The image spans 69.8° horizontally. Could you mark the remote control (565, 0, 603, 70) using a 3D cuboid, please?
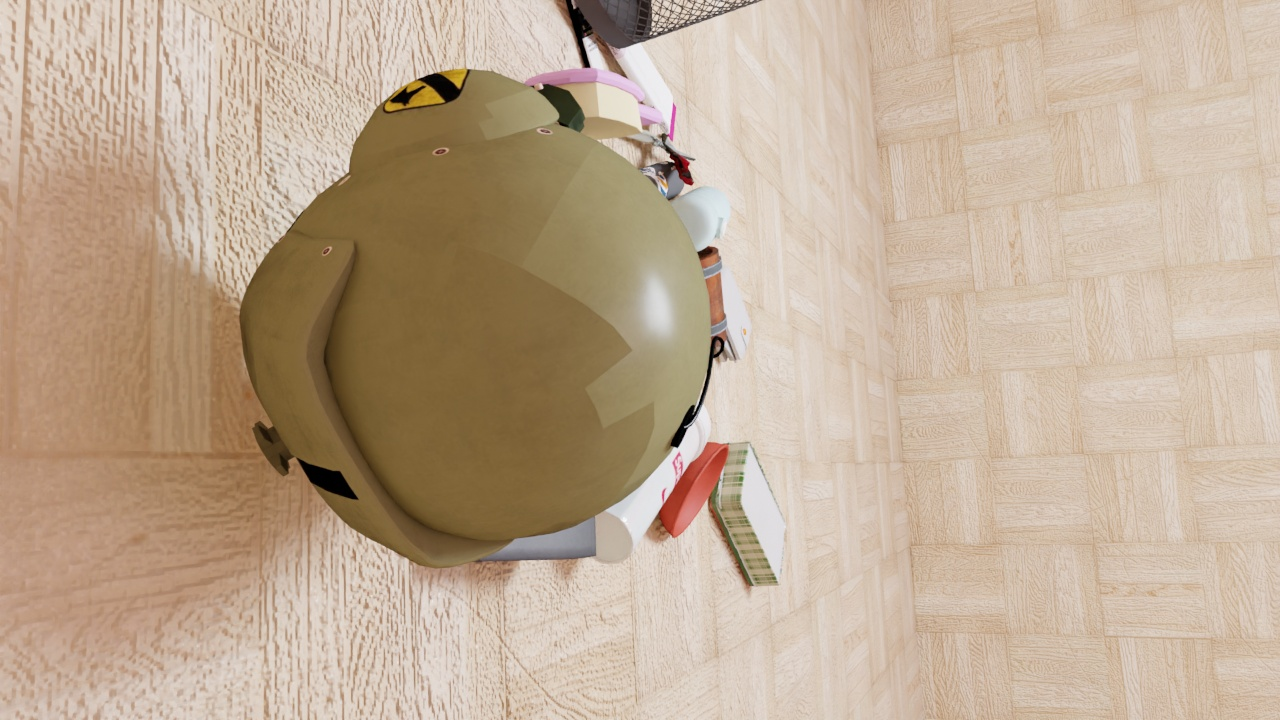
[{"bbox_3d":[-0.063,-0.357,0.962,0.028,0.012,0.124,-57,136,-55],"label":"remote control"}]

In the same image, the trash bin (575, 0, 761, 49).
[{"bbox_3d":[0.048,-0.453,0.938,0.217,0.228,0.217,41,41,-51],"label":"trash bin"}]

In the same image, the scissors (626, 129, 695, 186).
[{"bbox_3d":[0.022,-0.247,1.066,0.179,0.015,0.198,21,24,-33],"label":"scissors"}]

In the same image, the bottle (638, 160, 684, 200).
[{"bbox_3d":[0.017,-0.204,1.065,0.112,0.047,0.047,-42,123,-63],"label":"bottle"}]

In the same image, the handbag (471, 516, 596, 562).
[{"bbox_3d":[-0.116,0.064,0.685,0.195,0.072,0.175,13,73,-61],"label":"handbag"}]

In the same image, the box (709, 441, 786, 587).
[{"bbox_3d":[0.154,0.217,1.282,0.117,0.050,0.206,-77,151,-42],"label":"box"}]

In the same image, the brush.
[{"bbox_3d":[-0.030,-0.245,0.916,0.228,0.089,0.043,-12,100,-66],"label":"brush"}]

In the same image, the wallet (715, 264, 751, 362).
[{"bbox_3d":[0.116,-0.054,1.271,0.118,0.038,0.115,65,30,-30],"label":"wallet"}]

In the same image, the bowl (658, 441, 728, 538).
[{"bbox_3d":[0.055,0.140,1.041,0.121,0.035,0.122,-51,161,-27],"label":"bowl"}]

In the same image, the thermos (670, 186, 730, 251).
[{"bbox_3d":[0.070,-0.172,1.107,0.206,0.078,0.065,-55,156,-73],"label":"thermos"}]

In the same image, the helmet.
[{"bbox_3d":[-0.091,-0.014,0.488,0.232,0.256,0.250,-69,143,-52],"label":"helmet"}]

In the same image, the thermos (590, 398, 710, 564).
[{"bbox_3d":[0.000,0.104,0.910,0.219,0.099,0.099,-54,133,-51],"label":"thermos"}]

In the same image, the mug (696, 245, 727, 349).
[{"bbox_3d":[0.064,-0.080,1.122,0.117,0.081,0.111,-86,166,-69],"label":"mug"}]

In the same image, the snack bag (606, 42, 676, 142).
[{"bbox_3d":[-0.007,-0.344,1.059,0.196,0.016,0.070,49,37,-42],"label":"snack bag"}]
